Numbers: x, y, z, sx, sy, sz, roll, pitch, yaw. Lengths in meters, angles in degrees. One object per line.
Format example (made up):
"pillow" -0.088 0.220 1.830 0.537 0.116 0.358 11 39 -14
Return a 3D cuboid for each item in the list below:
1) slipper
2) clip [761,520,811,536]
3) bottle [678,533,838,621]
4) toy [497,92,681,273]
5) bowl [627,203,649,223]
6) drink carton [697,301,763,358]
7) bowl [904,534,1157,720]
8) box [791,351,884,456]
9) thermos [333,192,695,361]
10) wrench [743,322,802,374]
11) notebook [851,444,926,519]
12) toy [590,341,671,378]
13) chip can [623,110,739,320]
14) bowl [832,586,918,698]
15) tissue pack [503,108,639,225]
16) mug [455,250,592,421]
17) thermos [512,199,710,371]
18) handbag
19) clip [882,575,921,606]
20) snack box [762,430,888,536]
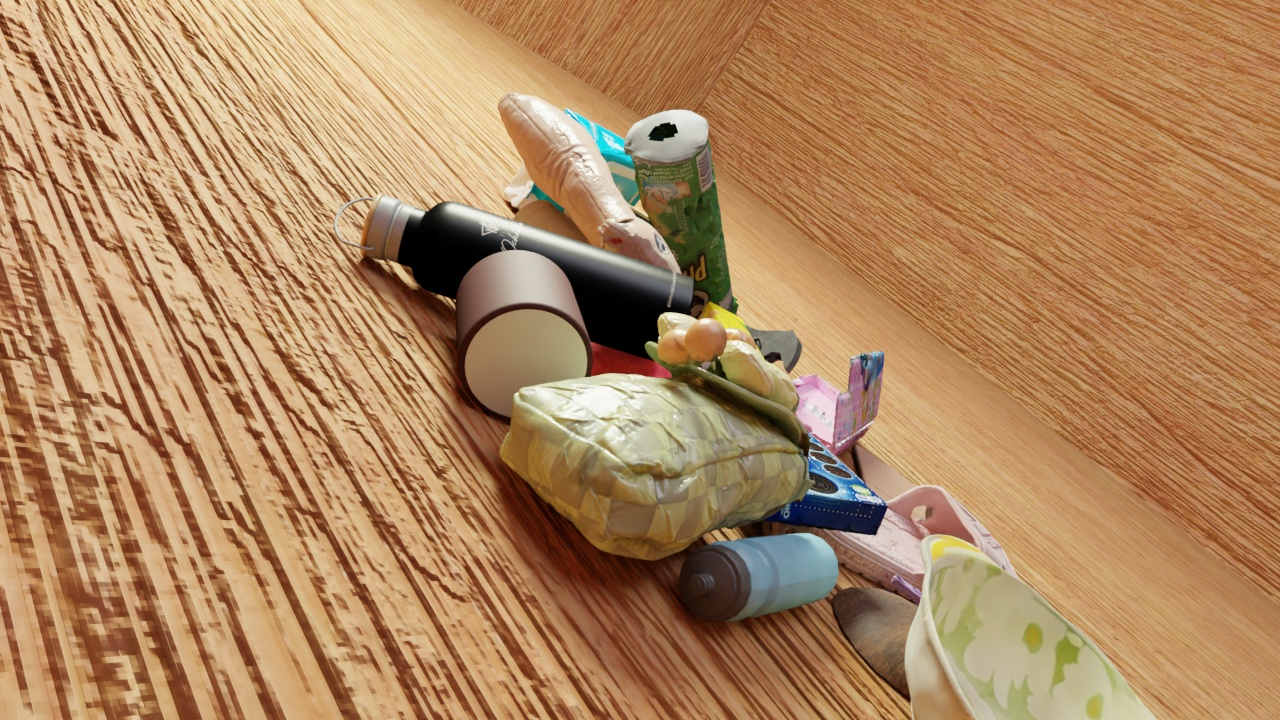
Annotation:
"slipper" 0.218 0.136 0.678 0.239 0.065 0.094 27 26 -18
"clip" 0.088 0.105 0.592 0.043 0.025 0.061 38 20 11
"bottle" 0.063 0.114 0.487 0.040 0.040 0.129 45 19 31
"toy" -0.029 -0.132 0.777 0.264 0.065 0.196 50 12 30
"bowl" -0.003 -0.114 0.966 0.112 0.061 0.112 32 16 -11
"drink carton" 0.070 0.001 0.791 0.043 0.059 0.134 28 18 -17
"bowl" 0.200 0.194 0.469 0.188 0.060 0.219 12 35 -42
"box" 0.189 0.029 0.882 0.085 0.097 0.230 40 16 16
"thermos" -0.083 -0.060 0.598 0.231 0.061 0.061 17 19 -7
"wrench" 0.090 -0.042 0.963 0.018 0.073 0.273 52 0 -30
"notebook" 0.258 0.152 0.830 0.141 0.008 0.208 35 16 -1
"toy" -0.004 0.004 0.658 0.091 0.045 0.135 11 31 -48
"chip can" 0.041 -0.114 0.826 0.075 0.075 0.223 49 -16 40
"bowl" 0.172 0.173 0.562 0.114 0.026 0.101 32 16 -10
"tissue pack" -0.055 -0.197 1.005 0.066 0.117 0.209 47 19 17
"mug" -0.061 -0.004 0.538 0.106 0.073 0.082 56 5 -29
"thermos" -0.025 -0.052 0.763 0.224 0.052 0.052 44 18 27
"handbag" 0.019 0.031 0.483 0.113 0.117 0.186 24 12 31
"clip" 0.189 0.165 0.620 0.053 0.036 0.013 25 12 13
"snack box" 0.093 0.069 0.622 0.082 0.027 0.150 12 14 -19
